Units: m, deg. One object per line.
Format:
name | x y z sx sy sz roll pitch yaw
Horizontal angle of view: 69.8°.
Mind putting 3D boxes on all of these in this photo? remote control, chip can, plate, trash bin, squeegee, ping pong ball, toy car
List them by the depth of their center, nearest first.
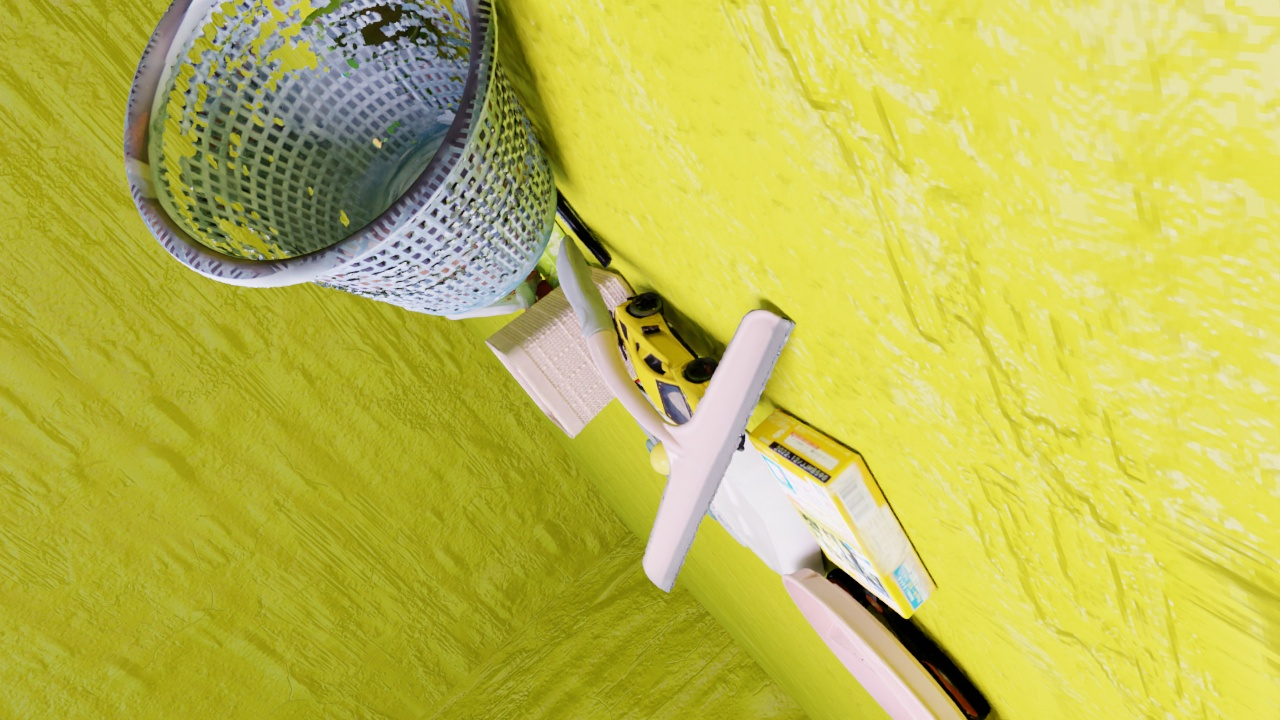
trash bin | -0.155 -0.124 0.569 0.226 0.226 0.195 45 -179 22
squeegee | -0.017 -0.009 0.623 0.249 0.040 0.248 58 145 38
toy car | 0.023 0.009 0.650 0.156 0.041 0.071 50 163 46
chip can | -0.178 -0.170 0.730 0.072 0.072 0.236 45 159 26
plate | 0.209 0.266 0.785 0.229 0.028 0.230 49 172 9
plate | 0.098 0.127 0.850 0.162 0.034 0.266 43 168 32
remote control | 0.093 0.167 1.059 0.058 0.021 0.150 42 168 38
ping pong ball | 0.031 0.114 1.077 0.040 0.040 0.040 48 170 11

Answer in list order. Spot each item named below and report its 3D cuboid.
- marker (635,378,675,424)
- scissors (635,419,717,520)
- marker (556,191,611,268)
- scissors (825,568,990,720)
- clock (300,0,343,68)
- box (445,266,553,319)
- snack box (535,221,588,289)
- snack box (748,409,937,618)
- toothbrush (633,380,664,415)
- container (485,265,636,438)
marker | 0.040 0.077 0.972 0.145 0.017 0.017 51 170 -7
scissors | 0.053 0.144 1.168 0.181 0.019 0.170 45 168 27
marker | -0.064 -0.118 0.695 0.124 0.015 0.018 49 174 -11
scissors | 0.199 0.207 0.746 0.221 0.021 0.234 47 171 10
clock | -0.225 -0.249 0.788 0.161 0.056 0.116 48 171 2
box | -0.125 -0.037 0.895 0.201 0.100 0.102 -111 9 -76
snack box | -0.093 -0.113 0.808 0.156 0.026 0.086 53 170 -17
snack box | 0.133 0.101 0.606 0.140 0.033 0.087 57 168 -29
toothbrush | -0.028 0.016 0.965 0.186 0.012 0.017 30 143 38
container | -0.050 -0.012 0.749 0.090 0.111 0.090 54 170 -22
